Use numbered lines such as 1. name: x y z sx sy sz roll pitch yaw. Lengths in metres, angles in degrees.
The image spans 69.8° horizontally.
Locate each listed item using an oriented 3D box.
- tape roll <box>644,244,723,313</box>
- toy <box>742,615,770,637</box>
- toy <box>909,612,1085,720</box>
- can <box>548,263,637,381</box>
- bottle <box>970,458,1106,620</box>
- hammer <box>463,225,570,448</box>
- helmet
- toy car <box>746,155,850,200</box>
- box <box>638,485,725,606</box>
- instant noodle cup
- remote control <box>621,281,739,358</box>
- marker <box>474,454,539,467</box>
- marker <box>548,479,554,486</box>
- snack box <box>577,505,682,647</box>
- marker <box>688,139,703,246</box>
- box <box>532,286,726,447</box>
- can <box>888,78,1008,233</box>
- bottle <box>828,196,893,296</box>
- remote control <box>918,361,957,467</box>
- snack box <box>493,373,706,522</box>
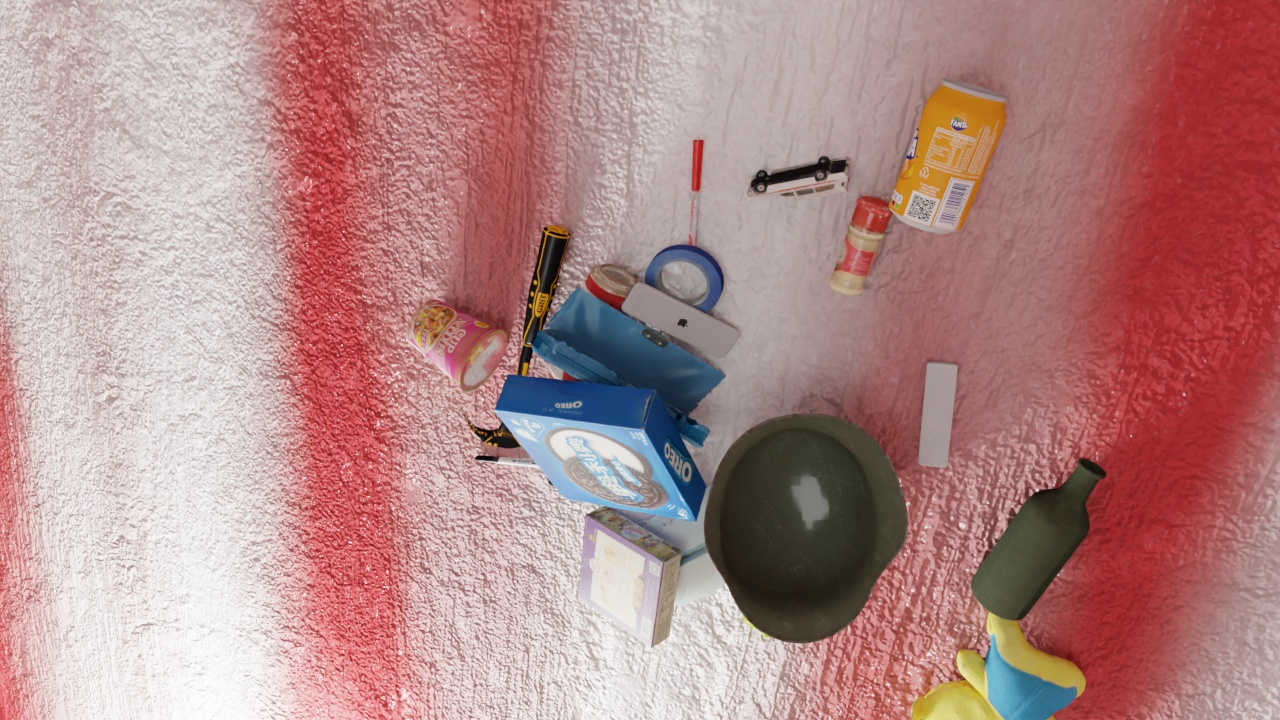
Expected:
1. tape roll: 0.053 -0.095 1.108 0.093 0.016 0.092 38 123 -6
2. toy: 0.178 0.332 1.227 0.094 0.036 0.094 8 114 26
3. toy: 0.436 0.426 1.134 0.149 0.083 0.214 36 116 7
4. can: -0.061 -0.038 1.157 0.067 0.067 0.170 31 119 8
5. bottle: 0.457 0.201 1.043 0.071 0.071 0.207 27 118 10
6. hammer: -0.148 -0.024 1.201 0.123 0.036 0.321 10 113 -15
7. helmet: 0.182 0.190 1.091 0.227 0.154 0.268 -2 92 -1
8. toy car: 0.177 -0.197 1.019 0.113 0.039 0.039 -8 128 25
9. box: 0.087 0.247 1.229 0.198 0.049 0.136 -33 95 29
10. instant noodle cup: -0.250 -0.026 1.228 0.108 0.097 0.098 32 119 15
11. remote control: 0.049 -0.048 1.111 0.146 0.008 0.045 25 120 -16
12. marker: -0.168 0.145 1.304 0.152 0.011 0.011 3 111 20
13. marker: -0.060 0.176 1.270 0.141 0.016 0.016 7 113 19
14. snack box: -0.018 0.295 1.259 0.148 0.040 0.144 25 120 35
15. marker: 0.064 -0.188 1.080 0.013 0.012 0.142 10 114 18
16. box: -0.006 0.004 1.111 0.231 0.094 0.102 30 92 -20
17. can: 0.313 -0.206 0.935 0.079 0.078 0.143 21 116 13
18. bottle: 0.243 -0.125 1.016 0.044 0.044 0.109 22 117 13
19. remote control: 0.345 0.063 1.066 0.033 0.012 0.131 5 112 17
20. snack box: -0.043 0.108 1.118 0.196 0.056 0.239 5 148 25
